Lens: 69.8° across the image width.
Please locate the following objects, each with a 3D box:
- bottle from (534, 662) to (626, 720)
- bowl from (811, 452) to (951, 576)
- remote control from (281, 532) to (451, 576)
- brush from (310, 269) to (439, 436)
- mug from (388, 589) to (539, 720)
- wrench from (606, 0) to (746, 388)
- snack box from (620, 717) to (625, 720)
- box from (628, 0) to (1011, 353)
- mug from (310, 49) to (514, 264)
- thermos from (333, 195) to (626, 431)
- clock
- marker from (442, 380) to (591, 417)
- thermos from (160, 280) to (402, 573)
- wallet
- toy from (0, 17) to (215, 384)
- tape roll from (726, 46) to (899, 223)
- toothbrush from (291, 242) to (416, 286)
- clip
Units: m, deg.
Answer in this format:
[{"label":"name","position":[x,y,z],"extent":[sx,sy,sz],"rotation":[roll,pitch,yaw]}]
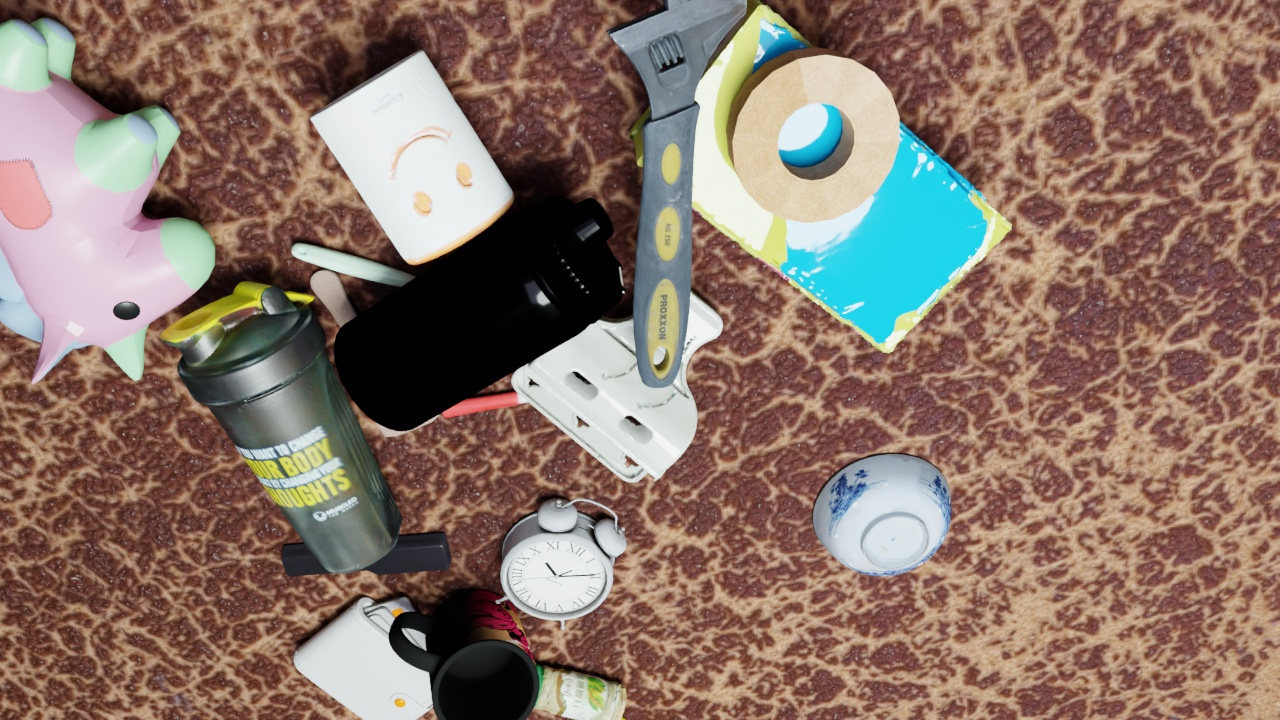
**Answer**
[{"label":"bottle","position":[-0.069,0.297,0.818],"extent":[0.111,0.043,0.043],"rotation":[17,116,-11]},{"label":"bowl","position":[0.199,0.134,0.737],"extent":[0.114,0.045,0.114],"rotation":[-1,118,-1]},{"label":"remote control","position":[-0.227,0.163,0.758],"extent":[0.136,0.015,0.032],"rotation":[-5,118,1]},{"label":"brush","position":[-0.198,-0.008,0.672],"extent":[0.050,0.015,0.136],"rotation":[-21,111,14]},{"label":"mug","position":[-0.146,0.236,0.737],"extent":[0.118,0.098,0.082],"rotation":[26,92,-18]},{"label":"wrench","position":[0.017,-0.106,0.533],"extent":[0.073,0.022,0.274],"rotation":[-3,118,-9]},{"label":"snack box","position":[0.005,0.379,0.864],"extent":[0.148,0.040,0.029],"rotation":[40,109,-20]},{"label":"box","position":[0.114,-0.116,0.589],"extent":[0.221,0.079,0.125],"rotation":[32,112,-19]},{"label":"mug","position":[-0.140,-0.125,0.572],"extent":[0.082,0.082,0.105],"rotation":[-26,114,11]},{"label":"thermos","position":[-0.096,-0.034,0.593],"extent":[0.199,0.086,0.086],"rotation":[-28,115,22]},{"label":"clock","position":[-0.062,0.161,0.750],"extent":[0.094,0.035,0.123],"rotation":[26,115,-15]},{"label":"marker","position":[-0.080,0.026,0.692],"extent":[0.142,0.012,0.013],"rotation":[-9,118,3]},{"label":"thermos","position":[-0.244,0.050,0.660],"extent":[0.098,0.098,0.221],"rotation":[-15,121,6]},{"label":"wallet","position":[-0.219,0.259,0.799],"extent":[0.115,0.037,0.118],"rotation":[-39,109,17]},{"label":"toy","position":[-0.369,-0.102,0.569],"extent":[0.171,0.120,0.222],"rotation":[-44,112,9]},{"label":"tape roll","position":[0.097,-0.127,0.522],"extent":[0.094,0.027,0.094],"rotation":[-1,117,-2]},{"label":"toothbrush","position":[-0.166,-0.056,0.644],"extent":[0.154,0.015,0.022],"rotation":[15,96,-10]},{"label":"clip","position":[-0.007,0.012,0.640],"extent":[0.126,0.101,0.152],"rotation":[40,115,-10]}]
